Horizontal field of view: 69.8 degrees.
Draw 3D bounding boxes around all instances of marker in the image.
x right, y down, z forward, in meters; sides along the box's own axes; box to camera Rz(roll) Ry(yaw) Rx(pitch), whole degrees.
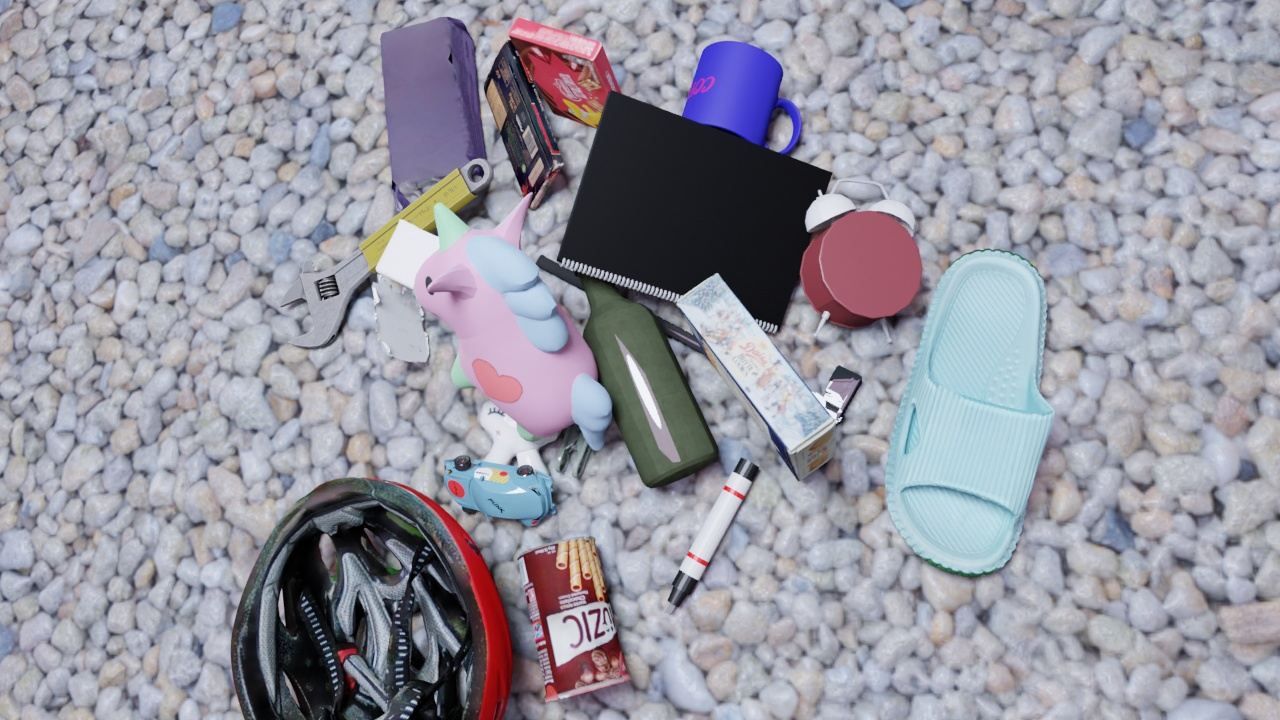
[{"bbox_3d":[0.058,0.150,0.780,0.019,0.019,0.145,28,83,18],"label":"marker"}]

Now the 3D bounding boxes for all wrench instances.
[{"bbox_3d":[-0.250,-0.107,0.898,0.274,0.018,0.083,-33,81,13],"label":"wrench"}]

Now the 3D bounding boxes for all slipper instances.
[{"bbox_3d":[0.268,0.032,0.738,0.116,0.069,0.275,11,77,19],"label":"slipper"}]

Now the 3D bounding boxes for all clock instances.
[{"bbox_3d":[0.187,-0.088,0.781,0.096,0.048,0.137,4,80,-11],"label":"clock"}]

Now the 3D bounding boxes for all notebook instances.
[{"bbox_3d":[0.048,-0.122,0.784,0.206,0.016,0.149,16,96,-15],"label":"notebook"}]

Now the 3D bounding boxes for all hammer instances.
[{"bbox_3d":[0.033,-0.017,0.834,0.325,0.015,0.095,29,84,19],"label":"hammer"}]

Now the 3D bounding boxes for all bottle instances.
[{"bbox_3d":[-0.005,0.005,0.797,0.071,0.071,0.206,-26,76,5],"label":"bottle"}]

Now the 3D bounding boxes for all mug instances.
[{"bbox_3d":[0.097,-0.229,0.848,0.111,0.079,0.083,19,79,-11],"label":"mug"}]

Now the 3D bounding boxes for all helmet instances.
[{"bbox_3d":[-0.210,0.228,0.744,0.217,0.167,0.271,-22,72,7],"label":"helmet"}]

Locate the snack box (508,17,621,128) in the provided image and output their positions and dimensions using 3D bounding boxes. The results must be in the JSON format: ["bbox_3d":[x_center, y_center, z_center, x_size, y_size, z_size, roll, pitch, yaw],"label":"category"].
[{"bbox_3d":[-0.061,-0.262,0.858,0.089,0.133,0.021,23,80,18],"label":"snack box"}]

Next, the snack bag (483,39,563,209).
[{"bbox_3d":[-0.118,-0.231,0.901,0.018,0.075,0.155,-8,67,-33],"label":"snack bag"}]

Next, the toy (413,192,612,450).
[{"bbox_3d":[-0.094,-0.018,0.740,0.222,0.172,0.119,42,58,-4],"label":"toy"}]

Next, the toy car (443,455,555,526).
[{"bbox_3d":[-0.131,0.118,0.812,0.108,0.060,0.027,8,33,16],"label":"toy car"}]

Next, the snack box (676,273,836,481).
[{"bbox_3d":[0.095,0.018,0.724,0.042,0.144,0.145,-36,71,1],"label":"snack box"}]

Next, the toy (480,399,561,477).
[{"bbox_3d":[-0.109,0.058,0.834,0.076,0.037,0.125,8,84,8],"label":"toy"}]

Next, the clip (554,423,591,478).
[{"bbox_3d":[-0.055,0.068,0.828,0.047,0.023,0.076,15,77,18],"label":"clip"}]

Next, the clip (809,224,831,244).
[{"bbox_3d":[0.162,-0.100,0.818,0.025,0.047,0.062,-3,102,13],"label":"clip"}]

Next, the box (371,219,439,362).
[{"bbox_3d":[-0.197,-0.044,0.847,0.103,0.110,0.130,24,81,18],"label":"box"}]

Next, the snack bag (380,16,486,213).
[{"bbox_3d":[-0.214,-0.253,0.932,0.096,0.058,0.205,-12,73,9],"label":"snack bag"}]

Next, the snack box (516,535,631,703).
[{"bbox_3d":[-0.057,0.214,0.763,0.072,0.072,0.121,-18,71,8],"label":"snack box"}]
